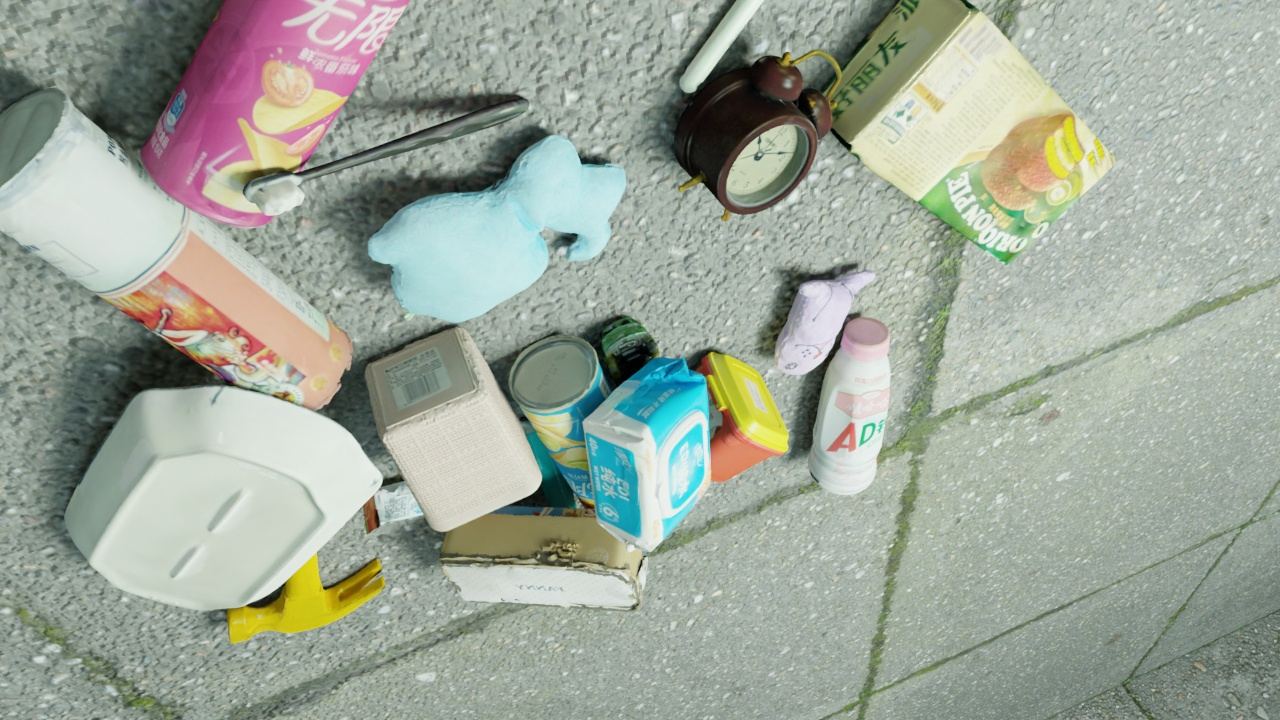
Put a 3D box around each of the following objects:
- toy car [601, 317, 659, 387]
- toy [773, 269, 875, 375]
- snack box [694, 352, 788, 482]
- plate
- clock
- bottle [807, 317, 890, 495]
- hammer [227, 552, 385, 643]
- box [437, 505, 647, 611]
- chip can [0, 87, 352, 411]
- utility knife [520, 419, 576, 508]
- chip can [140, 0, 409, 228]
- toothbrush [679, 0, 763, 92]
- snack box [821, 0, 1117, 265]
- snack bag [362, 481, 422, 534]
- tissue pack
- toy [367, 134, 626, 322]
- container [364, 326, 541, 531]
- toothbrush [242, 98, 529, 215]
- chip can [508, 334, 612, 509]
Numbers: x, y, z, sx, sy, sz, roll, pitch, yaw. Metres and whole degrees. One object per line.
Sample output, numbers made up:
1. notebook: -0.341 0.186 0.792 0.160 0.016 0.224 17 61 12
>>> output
1. toy car: -0.004 0.004 0.726 0.043 0.036 0.091 -26 138 -5
2. toy: 0.148 -0.031 0.774 0.083 0.039 0.108 -14 138 -30
3. snack box: 0.068 0.051 0.780 0.080 0.091 0.082 -39 141 24
4. plate: -0.287 0.107 0.614 0.162 0.034 0.267 28 132 -29
5. clock: 0.077 -0.148 0.588 0.122 0.055 0.082 -45 145 18
6. bottle: 0.200 0.045 0.865 0.068 0.068 0.197 -17 137 -13
7. hammer: -0.265 0.122 0.709 0.128 0.032 0.302 -8 137 -23
8. box: -0.089 0.169 0.788 0.184 0.061 0.090 3 143 11
9. chip can: -0.252 -0.046 0.505 0.071 0.071 0.215 -32 141 5
10. utility knife: -0.076 0.117 0.825 0.029 0.013 0.216 -22 138 -9
11. chip can: -0.157 -0.162 0.432 0.071 0.071 0.211 20 121 -42
12. toothbrush: 0.085 -0.233 0.535 0.020 0.029 0.190 40 114 -4
13. snack box: 0.240 -0.163 0.665 0.239 0.063 0.115 18 123 -42
14. snack bag: -0.175 0.109 0.747 0.104 0.026 0.048 -13 127 -25
15. tissue pack: 0.011 0.072 0.695 0.089 0.063 0.140 -41 140 -38
16. toy: -0.090 -0.077 0.581 0.161 0.050 0.156 15 117 -49
17. container: -0.137 0.046 0.660 0.090 0.089 0.111 -23 137 -5
18. toothbrush: -0.125 -0.113 0.491 0.180 0.018 0.016 -34 162 -38
19. chip can: -0.039 0.070 0.751 0.071 0.071 0.210 -26 140 -2
